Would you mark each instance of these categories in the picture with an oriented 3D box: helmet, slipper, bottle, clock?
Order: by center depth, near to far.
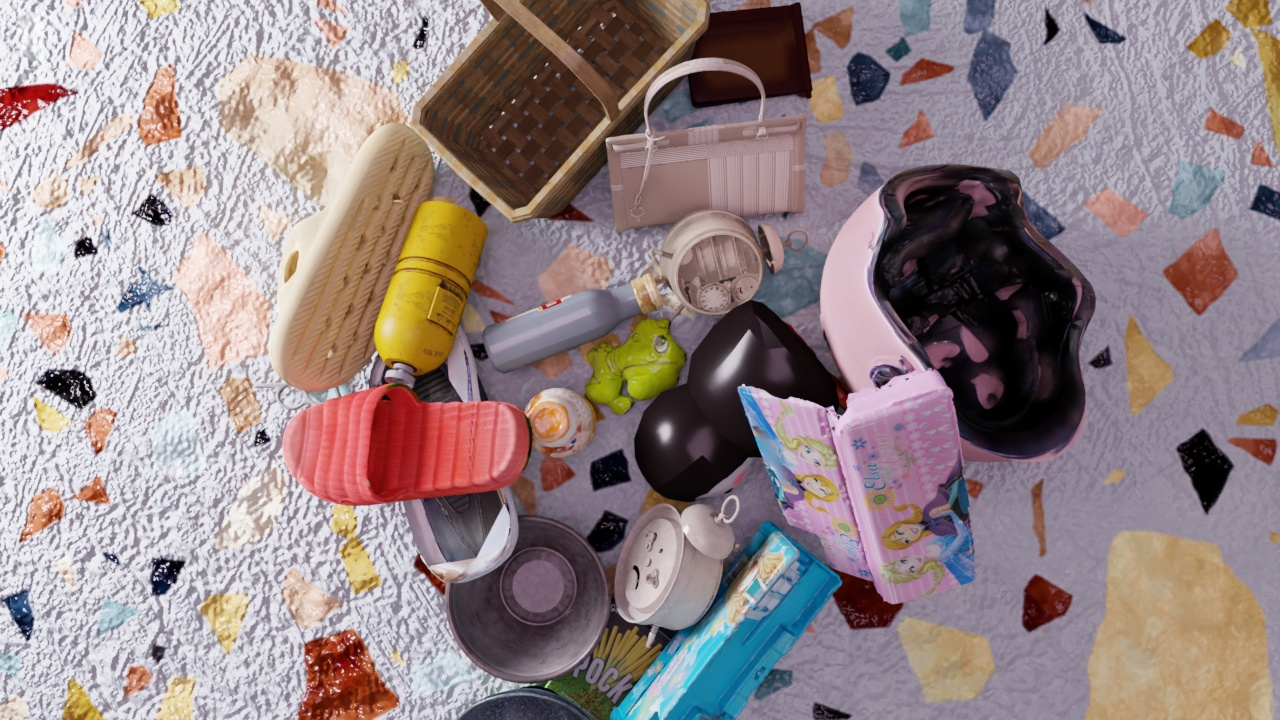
[{"bbox_3d":[0.251,-0.025,0.767,0.229,0.153,0.255,-32,88,-36],"label":"helmet"},{"bbox_3d":[-0.213,0.071,0.777,0.249,0.059,0.103,-2,72,23],"label":"slipper"},{"bbox_3d":[0.040,0.169,0.786,0.061,0.103,0.157,25,123,-25],"label":"clock"},{"bbox_3d":[-0.073,0.055,0.816,0.063,0.109,0.063,0,85,2],"label":"bottle"},{"bbox_3d":[-0.191,-0.055,0.821,0.071,0.071,0.163,11,68,3],"label":"bottle"},{"bbox_3d":[0.085,-0.089,0.824,0.141,0.054,0.093,-16,119,1],"label":"clock"},{"bbox_3d":[-0.175,0.075,0.833,0.111,0.063,0.263,-27,62,5],"label":"slipper"},{"bbox_3d":[-0.060,-0.036,0.838,0.161,0.072,0.046,-20,92,2],"label":"bottle"},{"bbox_3d":[-0.272,-0.097,0.847,0.079,0.111,0.261,14,78,33],"label":"slipper"}]

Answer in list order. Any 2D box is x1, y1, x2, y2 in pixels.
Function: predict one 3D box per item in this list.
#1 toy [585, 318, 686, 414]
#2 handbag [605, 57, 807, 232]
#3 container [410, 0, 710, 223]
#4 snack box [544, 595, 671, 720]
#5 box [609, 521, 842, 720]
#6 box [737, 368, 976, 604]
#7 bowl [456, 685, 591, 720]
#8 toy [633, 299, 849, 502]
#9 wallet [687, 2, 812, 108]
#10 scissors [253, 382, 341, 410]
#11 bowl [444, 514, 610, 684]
[{"bbox_3d":[-0.005,0.005,0.853,0.093,0.036,0.094,7,93,6],"label":"toy"},{"bbox_3d":[0.055,-0.188,0.776,0.176,0.198,0.062,-6,69,2],"label":"handbag"},{"bbox_3d":[-0.071,-0.251,0.783,0.157,0.186,0.250,43,92,10],"label":"container"},{"bbox_3d":[-0.037,0.301,0.843,0.080,0.025,0.147,37,89,4],"label":"snack box"},{"bbox_3d":[0.063,0.244,0.787,0.085,0.170,0.227,38,88,34],"label":"box"},{"bbox_3d":[0.172,0.107,0.712,0.161,0.231,0.062,-4,43,23],"label":"box"},{"bbox_3d":[-0.094,0.321,0.793,0.137,0.057,0.137,1,114,2],"label":"bowl"},{"bbox_3d":[0.069,0.043,0.796,0.184,0.140,0.159,-42,49,11],"label":"toy"},{"bbox_3d":[0.101,-0.289,0.872,0.115,0.018,0.091,-7,86,1],"label":"wallet"},{"bbox_3d":[-0.286,0.059,0.872,0.117,0.014,0.161,-26,84,-9],"label":"scissors"},{"bbox_3d":[-0.097,0.209,0.830,0.145,0.067,0.145,0,87,3],"label":"bowl"}]
